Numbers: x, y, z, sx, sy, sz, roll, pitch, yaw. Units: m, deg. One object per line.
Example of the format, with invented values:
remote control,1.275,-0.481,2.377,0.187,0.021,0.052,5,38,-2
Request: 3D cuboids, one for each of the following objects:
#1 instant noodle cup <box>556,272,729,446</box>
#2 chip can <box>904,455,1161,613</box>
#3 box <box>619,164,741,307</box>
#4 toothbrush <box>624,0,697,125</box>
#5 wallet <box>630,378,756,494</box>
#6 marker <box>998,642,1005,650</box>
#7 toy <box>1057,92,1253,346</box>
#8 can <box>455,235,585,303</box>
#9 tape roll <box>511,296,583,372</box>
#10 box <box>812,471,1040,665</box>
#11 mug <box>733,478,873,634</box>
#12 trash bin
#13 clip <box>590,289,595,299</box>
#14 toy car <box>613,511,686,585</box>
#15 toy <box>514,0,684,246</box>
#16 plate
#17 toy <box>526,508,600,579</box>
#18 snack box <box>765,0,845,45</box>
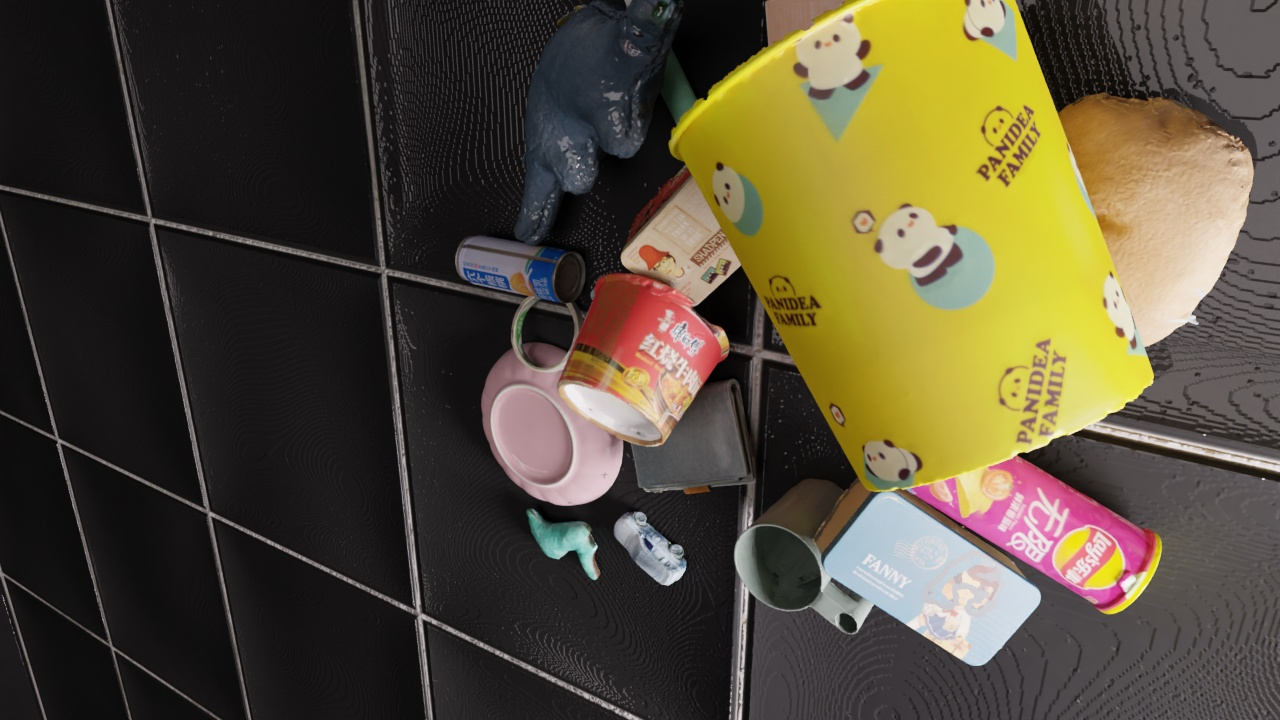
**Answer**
instant noodle cup,-0.005,0.005,0.826,0.138,0.108,0.138,25,160,10
chip can,0.277,0.106,0.701,0.210,0.071,0.072,31,124,9
box,0.064,-0.134,0.776,0.091,0.076,0.169,34,130,-17
toothbrush,0.012,-0.270,0.795,0.027,0.026,0.224,-25,93,50
wallet,0.048,0.078,0.901,0.130,0.036,0.106,-11,91,37
marker,0.273,0.194,0.797,0.018,0.022,0.130,-35,84,0
toy,0.315,-0.066,0.632,0.143,0.082,0.226,43,131,33
can,-0.125,-0.096,0.944,0.135,0.053,0.053,14,115,31
tape roll,-0.097,-0.030,0.956,0.086,0.013,0.085,-2,85,30
box,0.223,0.163,0.740,0.184,0.059,0.090,31,102,-11
mug,0.159,0.174,0.817,0.124,0.103,0.084,37,125,17
trash bin,0.173,-0.071,0.576,0.230,0.229,0.255,-26,86,39
clip,-0.021,-0.057,0.910,0.057,0.029,0.025,31,126,10
toy car,0.008,0.201,0.981,0.090,0.034,0.043,41,130,17
toy,-0.044,-0.223,0.783,0.357,0.091,0.137,143,131,-61
plate,-0.108,0.077,1.009,0.193,0.038,0.193,14,115,31
toy,-0.084,0.209,1.052,0.092,0.030,0.096,-13,106,40
snack box,0.172,-0.241,0.692,0.157,0.026,0.084,4,110,34
